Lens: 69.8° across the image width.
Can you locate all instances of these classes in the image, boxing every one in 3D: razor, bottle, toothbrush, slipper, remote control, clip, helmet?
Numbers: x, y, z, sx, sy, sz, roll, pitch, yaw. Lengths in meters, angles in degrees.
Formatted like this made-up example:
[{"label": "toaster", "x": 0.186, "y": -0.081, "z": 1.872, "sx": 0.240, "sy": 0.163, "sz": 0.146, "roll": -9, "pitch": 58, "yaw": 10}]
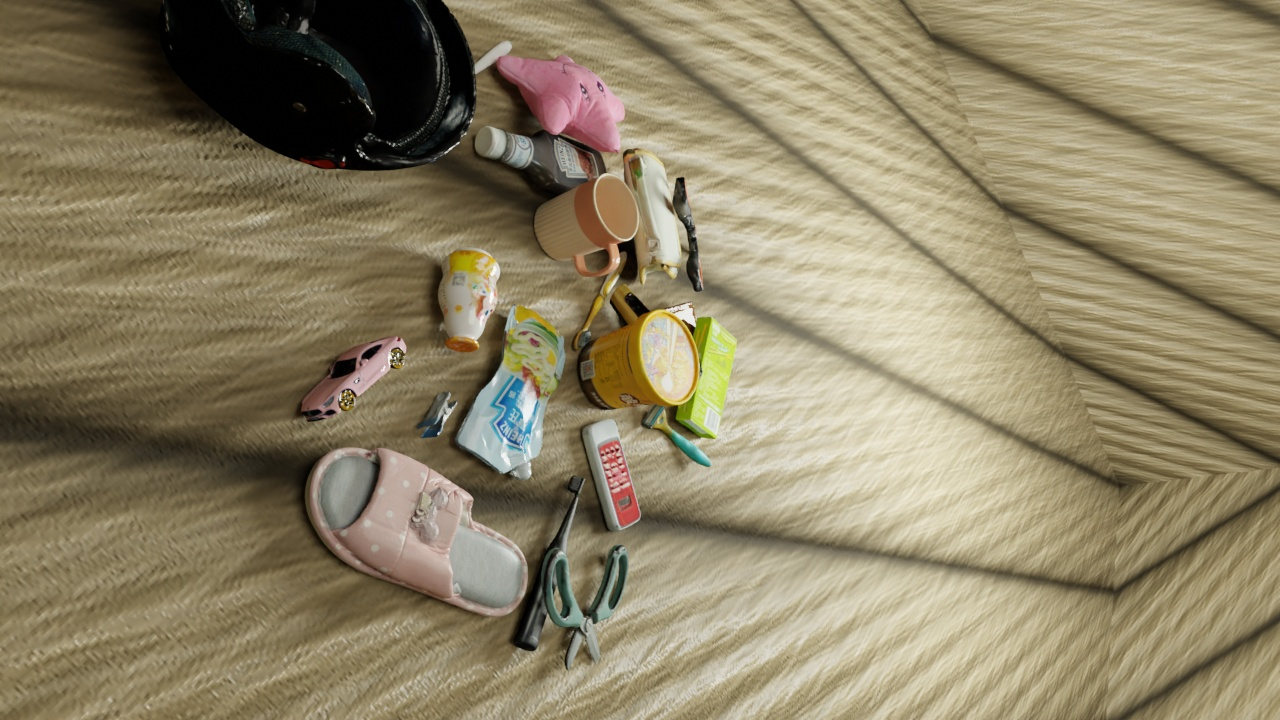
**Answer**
[{"label": "razor", "x": 0.020, "y": -0.029, "z": 1.207, "sx": 0.167, "sy": 0.068, "sz": 0.062, "roll": 52, "pitch": 52, "yaw": -5}, {"label": "bottle", "x": -0.121, "y": -0.250, "z": 1.146, "sx": 0.194, "sy": 0.044, "sz": 0.079, "roll": 6, "pitch": 65, "yaw": -49}, {"label": "toothbrush", "x": -0.048, "y": -0.082, "z": 1.201, "sx": 0.016, "sy": 0.018, "sz": 0.190, "roll": 52, "pitch": 43, "yaw": -29}, {"label": "slipper", "x": -0.202, "y": 0.171, "z": 0.890, "sx": 0.274, "sy": 0.055, "sz": 0.114, "roll": 42, "pitch": 48, "yaw": -36}, {"label": "remote control", "x": -0.035, "y": 0.141, "z": 1.140, "sx": 0.055, "sy": 0.020, "sz": 0.136, "roll": -15, "pitch": 90, "yaw": -52}, {"label": "toothbrush", "x": -0.097, "y": 0.220, "z": 1.031, "sx": 0.027, "sy": 0.026, "sz": 0.212, "roll": 23, "pitch": 53, "yaw": -8}, {"label": "toothbrush", "x": -0.199, "y": -0.350, "z": 1.103, "sx": 0.016, "sy": 0.016, "sz": 0.179, "roll": 58, "pitch": 40, "yaw": -24}, {"label": "clip", "x": -0.209, "y": 0.055, "z": 0.947, "sx": 0.036, "sy": 0.026, "sz": 0.057, "roll": 61, "pitch": 34, "yaw": -28}, {"label": "razor", "x": 0.054, "y": 0.107, "z": 1.257, "sx": 0.132, "sy": 0.028, "sz": 0.043, "roll": 43, "pitch": 71, "yaw": -30}, {"label": "helmet", "x": -0.278, "y": -0.288, "z": 0.810, "sx": 0.274, "sy": 0.231, "sz": 0.233, "roll": 41, "pitch": 57, "yaw": -49}, {"label": "bottle", "x": -0.186, "y": -0.064, "z": 0.984, "sx": 0.063, "sy": 0.063, "sz": 0.108, "roll": 25, "pitch": 59, "yaw": -45}]

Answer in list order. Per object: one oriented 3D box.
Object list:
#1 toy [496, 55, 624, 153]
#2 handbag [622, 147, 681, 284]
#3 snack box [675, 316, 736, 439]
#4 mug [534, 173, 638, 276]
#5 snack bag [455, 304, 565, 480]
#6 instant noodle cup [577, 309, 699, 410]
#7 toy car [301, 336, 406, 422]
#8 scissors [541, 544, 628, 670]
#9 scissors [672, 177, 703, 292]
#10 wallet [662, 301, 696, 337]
[{"label": "toy", "x": -0.080, "y": -0.329, "z": 1.182, "sx": 0.178, "sy": 0.075, "sz": 0.194, "roll": 51, "pitch": 33, "yaw": 9}, {"label": "handbag", "x": 0.013, "y": -0.196, "z": 1.210, "sx": 0.179, "sy": 0.063, "sz": 0.163, "roll": 64, "pitch": 16, "yaw": -82}, {"label": "snack box", "x": 0.095, "y": 0.025, "z": 1.308, "sx": 0.085, "sy": 0.026, "sz": 0.156, "roll": 36, "pitch": 62, "yaw": -51}, {"label": "mug", "x": -0.065, "y": -0.159, "z": 1.134, "sx": 0.081, "sy": 0.106, "sz": 0.114, "roll": -10, "pitch": 86, "yaw": -52}, {"label": "snack bag", "x": -0.138, "y": 0.038, "z": 1.033, "sx": 0.110, "sy": 0.039, "sz": 0.190, "roll": 51, "pitch": 43, "yaw": -44}, {"label": "instant noodle cup", "x": -0.007, "y": 0.007, "z": 1.143, "sx": 0.118, "sy": 0.115, "sz": 0.118, "roll": 21, "pitch": 62, "yaw": -47}, {"label": "toy car", "x": -0.269, "y": 0.013, "z": 0.858, "sx": 0.037, "sy": 0.056, "sz": 0.122, "roll": 62, "pitch": 39, "yaw": -22}, {"label": "scissors", "x": -0.059, "y": 0.257, "z": 1.049, "sx": 0.169, "sy": 0.019, "sz": 0.171, "roll": -55, "pitch": 135, "yaw": -49}, {"label": "scissors", "x": 0.069, "y": -0.175, "z": 1.297, "sx": 0.221, "sy": 0.022, "sz": 0.227, "roll": 70, "pitch": 13, "yaw": -57}, {"label": "wallet", "x": 0.045, "y": -0.025, "z": 1.292, "sx": 0.124, "sy": 0.032, "sz": 0.101, "roll": -20, "pitch": 97, "yaw": -52}]
